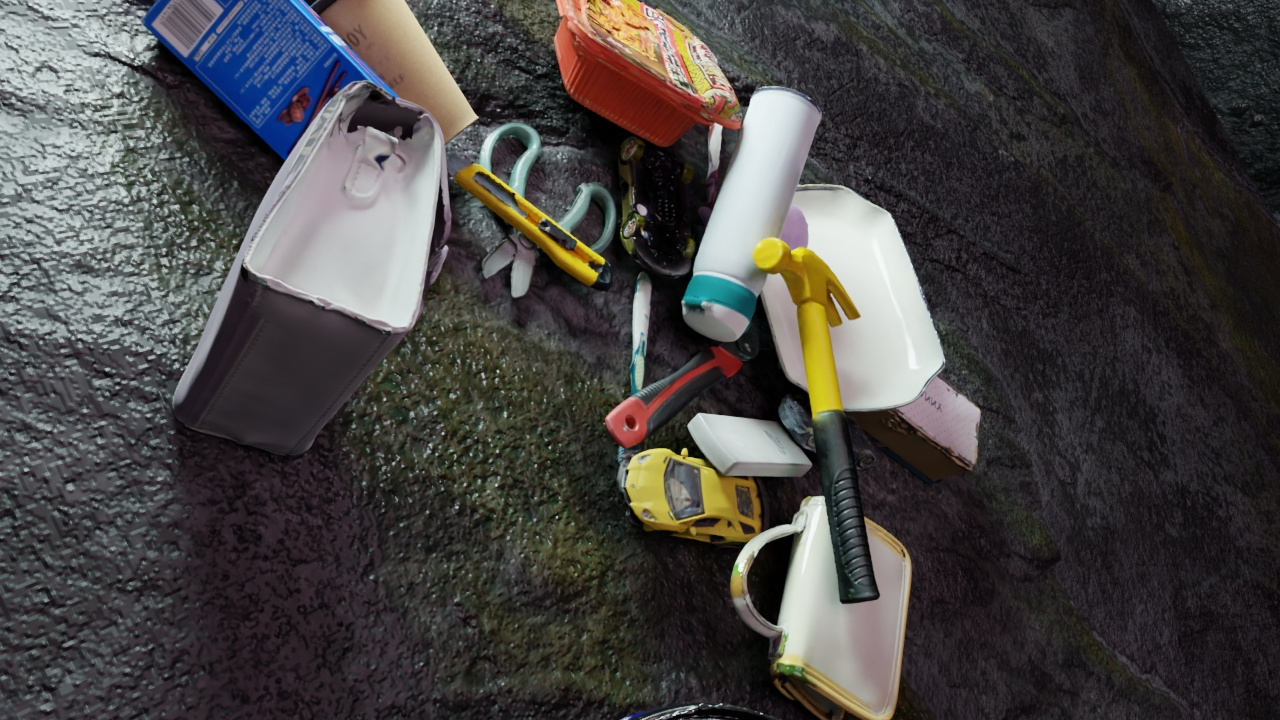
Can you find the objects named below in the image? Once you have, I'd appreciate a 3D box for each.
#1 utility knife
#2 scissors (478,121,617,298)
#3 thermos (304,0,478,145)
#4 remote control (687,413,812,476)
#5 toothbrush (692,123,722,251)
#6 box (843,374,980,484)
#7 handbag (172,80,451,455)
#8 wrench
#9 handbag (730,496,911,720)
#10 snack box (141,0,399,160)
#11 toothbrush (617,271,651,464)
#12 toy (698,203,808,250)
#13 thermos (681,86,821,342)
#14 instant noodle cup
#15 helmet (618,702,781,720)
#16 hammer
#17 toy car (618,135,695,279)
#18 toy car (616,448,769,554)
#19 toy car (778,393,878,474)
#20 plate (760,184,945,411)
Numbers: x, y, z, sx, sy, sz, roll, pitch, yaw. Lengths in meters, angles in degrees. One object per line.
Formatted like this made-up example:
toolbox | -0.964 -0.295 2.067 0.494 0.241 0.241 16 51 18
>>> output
utility knife | -0.088 -0.110 0.726 0.173 0.015 0.033 36 50 -20
scissors | -0.073 -0.112 0.763 0.169 0.019 0.177 19 57 -32
thermos | -0.189 -0.219 0.677 0.143 0.093 0.092 52 46 -17
remote control | 0.094 0.073 0.775 0.135 0.019 0.056 9 38 -52
toothbrush | 0.067 -0.181 0.913 0.017 0.016 0.187 19 58 -20
box | 0.277 0.052 0.940 0.184 0.062 0.089 38 52 -21
handbag | -0.183 -0.044 0.519 0.098 0.198 0.144 20 58 -28
wrench | 0.058 0.014 0.796 0.272 0.016 0.056 -25 83 -48
handbag | 0.140 0.193 0.753 0.178 0.063 0.163 37 51 -24
snack box | -0.245 -0.199 0.620 0.157 0.085 0.026 45 15 -13
toothbrush | -0.005 0.004 0.766 0.016 0.018 0.191 23 54 -29
toy | 0.115 -0.116 0.874 0.107 0.039 0.084 -14 85 -22
thermos | 0.098 -0.127 0.816 0.073 0.073 0.224 25 78 -28
instant noodle cup | -0.009 -0.270 0.827 0.188 0.079 0.164 22 36 -30
helmet | 0.017 0.343 0.458 0.247 0.241 0.314 15 43 11
hammer | 0.157 0.047 0.763 0.128 0.033 0.300 14 64 -48
toy car | 0.012 -0.139 0.827 0.070 0.042 0.157 20 53 -31
toy car | 0.045 0.110 0.725 0.155 0.041 0.071 19 57 -42
toy car | 0.173 0.070 0.855 0.120 0.037 0.054 25 31 -34
plate | 0.192 -0.061 0.895 0.162 0.034 0.265 -6 60 -9
